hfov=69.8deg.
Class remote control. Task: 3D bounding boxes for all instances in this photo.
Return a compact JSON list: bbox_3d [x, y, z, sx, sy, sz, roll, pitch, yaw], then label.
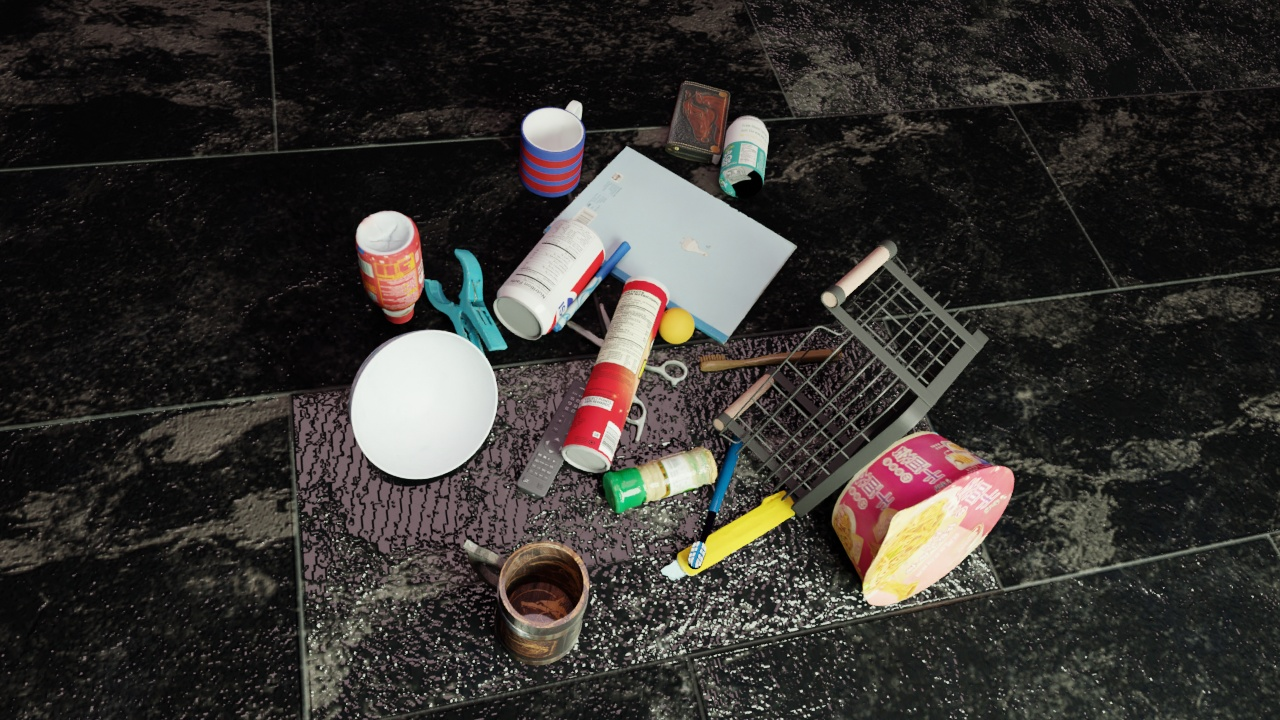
[{"bbox_3d":[-0.083,0.079,0.933,0.032,0.015,0.136,24,58,6],"label":"remote control"}]

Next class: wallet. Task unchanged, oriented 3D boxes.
[{"bbox_3d":[0.076,-0.312,1.201,0.072,0.019,0.122,14,57,-4],"label":"wallet"}]

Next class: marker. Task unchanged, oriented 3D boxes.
[{"bbox_3d":[-0.055,-0.084,1.035,0.013,0.013,0.141,33,64,11],"label":"marker"}]

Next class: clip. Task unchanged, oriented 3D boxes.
[{"bbox_3d":[-0.201,-0.050,0.986,0.121,0.031,0.130,-12,84,31],"label":"clip"}]

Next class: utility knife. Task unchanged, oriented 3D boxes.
[{"bbox_3d":[0.092,0.172,0.905,0.164,0.017,0.030,-24,60,-23],"label":"utility knife"}]

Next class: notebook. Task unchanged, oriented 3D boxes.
[{"bbox_3d":[0.037,-0.145,1.097,0.253,0.009,0.180,33,60,11],"label":"notebook"}]

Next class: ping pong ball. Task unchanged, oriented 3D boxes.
[{"bbox_3d":[0.039,-0.038,1.012,0.040,0.040,0.040,4,58,-7],"label":"ping pong ball"}]

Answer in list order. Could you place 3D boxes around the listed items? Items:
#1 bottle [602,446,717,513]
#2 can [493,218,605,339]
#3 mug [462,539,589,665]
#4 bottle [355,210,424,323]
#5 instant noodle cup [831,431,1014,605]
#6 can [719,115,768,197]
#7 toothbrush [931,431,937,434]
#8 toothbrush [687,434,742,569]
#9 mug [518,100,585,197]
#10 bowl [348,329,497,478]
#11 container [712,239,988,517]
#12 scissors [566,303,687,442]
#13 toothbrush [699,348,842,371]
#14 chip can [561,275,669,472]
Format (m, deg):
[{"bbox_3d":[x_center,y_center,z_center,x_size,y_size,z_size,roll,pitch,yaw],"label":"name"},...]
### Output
[{"bbox_3d":[0.019,0.117,0.912,0.111,0.043,0.043,-15,62,-18],"label":"bottle"},{"bbox_3d":[-0.098,-0.090,1.004,0.070,0.070,0.131,29,58,9],"label":"can"},{"bbox_3d":[-0.102,0.203,0.798,0.116,0.107,0.079,26,58,7],"label":"mug"},{"bbox_3d":[-0.252,-0.087,0.936,0.062,0.138,0.061,4,59,-7],"label":"bottle"},{"bbox_3d":[0.258,0.142,0.870,0.178,0.179,0.077,-21,48,-21],"label":"instant noodle cup"},{"bbox_3d":[0.131,-0.257,1.155,0.055,0.055,0.101,12,57,-2],"label":"can"},{"bbox_3d":[0.279,0.116,0.970,0.022,0.017,0.135,40,61,19],"label":"toothbrush"},{"bbox_3d":[0.078,0.136,0.918,0.014,0.014,0.167,15,52,13],"label":"toothbrush"},{"bbox_3d":[-0.100,-0.262,1.107,0.075,0.076,0.111,24,57,5],"label":"mug"},{"bbox_3d":[-0.220,0.035,0.890,0.143,0.144,0.074,-31,28,-25],"label":"bowl"},{"bbox_3d":[0.193,0.022,0.882,0.130,0.242,0.162,45,52,9],"label":"container"},{"bbox_3d":[-0.021,0.011,0.988,0.141,0.014,0.161,15,58,-3],"label":"scissors"},{"bbox_3d":[0.146,-0.002,1.022,0.166,0.016,0.016,-4,60,-11],"label":"toothbrush"},{"bbox_3d":[-0.023,0.011,0.948,0.052,0.052,0.214,18,59,2],"label":"chip can"}]
